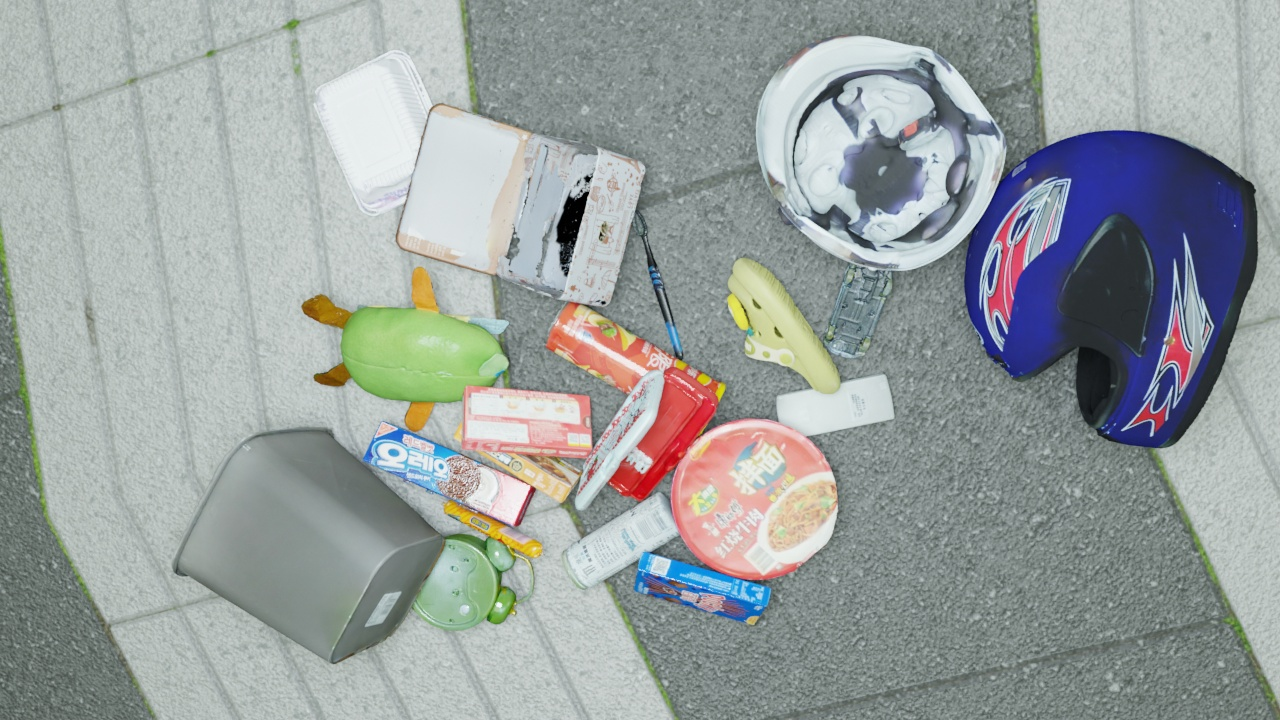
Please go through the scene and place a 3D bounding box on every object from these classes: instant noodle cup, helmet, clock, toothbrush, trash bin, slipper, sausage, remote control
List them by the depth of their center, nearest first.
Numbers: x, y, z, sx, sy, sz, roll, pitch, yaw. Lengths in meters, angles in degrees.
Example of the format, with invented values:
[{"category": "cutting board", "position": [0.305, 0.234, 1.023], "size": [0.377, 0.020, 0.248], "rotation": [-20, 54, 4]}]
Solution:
[{"category": "helmet", "position": [0.460, -0.077, 0.950], "size": [0.240, 0.246, 0.316], "rotation": [11, 109, 15]}, {"category": "helmet", "position": [0.253, -0.218, 1.002], "size": [0.258, 0.145, 0.229], "rotation": [39, 97, 11]}, {"category": "slipper", "position": [0.155, -0.029, 1.062], "size": [0.082, 0.091, 0.190], "rotation": [-37, 92, 13]}, {"category": "trash bin", "position": [-0.373, 0.217, 1.070], "size": [0.220, 0.198, 0.199], "rotation": [32, 97, 14]}, {"category": "instant noodle cup", "position": [0.134, 0.160, 1.093], "size": [0.194, 0.065, 0.194], "rotation": [1, 96, 7]}, {"category": "remote control", "position": [0.231, 0.056, 1.095], "size": [0.135, 0.019, 0.056], "rotation": [-13, 94, 8]}, {"category": "instant noodle cup", "position": [-0.315, -0.276, 1.103], "size": [0.138, 0.060, 0.173], "rotation": [-23, 94, 8]}, {"category": "toothbrush", "position": [0.021, -0.090, 1.106], "size": [0.014, 0.016, 0.189], "rotation": [-16, 95, 15]}, {"category": "sausage", "position": [-0.183, 0.207, 1.131], "size": [0.165, 0.021, 0.021], "rotation": [20, 98, 28]}, {"category": "clock", "position": [-0.212, 0.274, 1.149], "size": [0.161, 0.056, 0.116], "rotation": [1, 97, 6]}]

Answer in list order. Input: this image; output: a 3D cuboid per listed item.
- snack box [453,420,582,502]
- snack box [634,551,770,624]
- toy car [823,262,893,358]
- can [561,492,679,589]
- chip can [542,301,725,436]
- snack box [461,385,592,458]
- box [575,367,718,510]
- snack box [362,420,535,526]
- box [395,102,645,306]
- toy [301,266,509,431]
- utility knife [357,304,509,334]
[{"category": "snack box", "position": [-0.147, 0.115, 1.115], "size": [0.154, 0.075, 0.026], "rotation": [30, 100, 3]}, {"category": "snack box", "position": [0.072, 0.276, 1.105], "size": [0.157, 0.085, 0.026], "rotation": [15, 60, 5]}, {"category": "toy car", "position": [0.254, -0.062, 1.073], "size": [0.054, 0.036, 0.121], "rotation": [17, 107, 4]}, {"category": "can", "position": [-0.022, 0.221, 1.121], "size": [0.147, 0.058, 0.058], "rotation": [-32, 92, 9]}, {"category": "chip can", "position": [-0.006, 0.006, 1.092], "size": [0.216, 0.073, 0.073], "rotation": [31, 98, 4]}, {"category": "snack box", "position": [-0.134, 0.073, 1.089], "size": [0.152, 0.026, 0.075], "rotation": [6, 54, -17]}, {"category": "box", "position": [-0.004, 0.103, 1.044], "size": [0.095, 0.101, 0.202], "rotation": [35, 131, 0]}, {"category": "snack box", "position": [-0.236, 0.141, 1.132], "size": [0.207, 0.057, 0.058], "rotation": [23, 81, 4]}, {"category": "box", "position": [-0.138, -0.179, 1.063], "size": [0.272, 0.130, 0.179], "rotation": [18, 98, 14]}, {"category": "toy", "position": [-0.278, -0.008, 1.109], "size": [0.247, 0.089, 0.227], "rotation": [9, 123, -2]}, {"category": "utility knife", "position": [-0.259, -0.049, 1.145], "size": [0.195, 0.020, 0.031], "rotation": [4, 102, 1]}]
